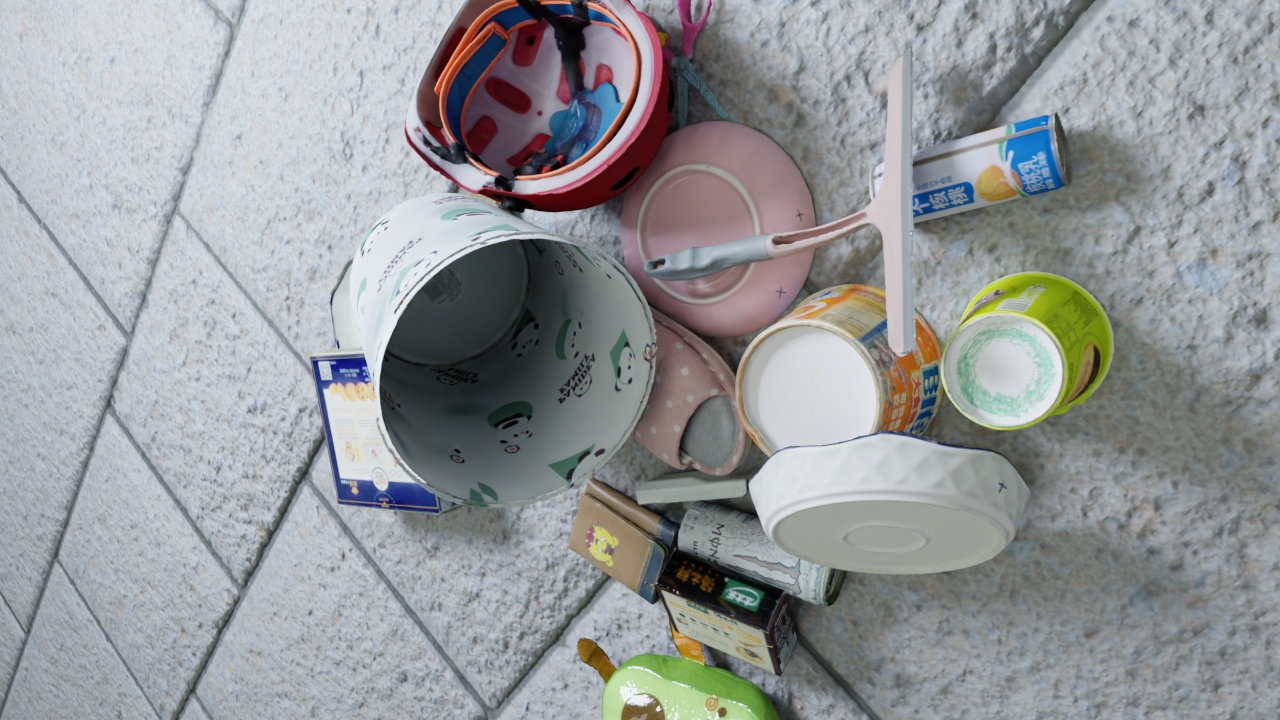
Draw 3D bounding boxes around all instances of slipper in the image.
[{"bbox_3d":[-0.005,0.005,0.840,0.274,0.054,0.114,44,128,32],"label":"slipper"}]

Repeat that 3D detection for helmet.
[{"bbox_3d":[-0.067,-0.219,0.804,0.240,0.144,0.207,27,91,25],"label":"helmet"}]

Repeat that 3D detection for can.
[{"bbox_3d":[0.109,0.172,0.828,0.147,0.058,0.058,13,107,30],"label":"can"},{"bbox_3d":[0.242,-0.138,0.680,0.135,0.053,0.053,-10,94,34],"label":"can"}]

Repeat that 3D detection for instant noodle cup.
[{"bbox_3d":[0.267,-0.002,0.650,0.112,0.123,0.112,7,104,31],"label":"instant noodle cup"},{"bbox_3d":[0.154,0.019,0.736,0.152,0.111,0.151,7,104,32],"label":"instant noodle cup"}]

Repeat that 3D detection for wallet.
[{"bbox_3d":[-0.017,0.181,0.930,0.115,0.033,0.090,28,115,29],"label":"wallet"}]

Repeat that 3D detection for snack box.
[{"bbox_3d":[-0.283,0.075,1.024,0.178,0.045,0.182,-2,101,36],"label":"snack box"},{"bbox_3d":[0.075,0.226,0.826,0.113,0.053,0.126,16,146,27],"label":"snack box"}]

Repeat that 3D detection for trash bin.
[{"bbox_3d":[-0.141,-0.032,0.807,0.252,0.229,0.230,42,125,56],"label":"trash bin"}]

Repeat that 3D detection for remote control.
[{"bbox_3d":[0.056,0.117,0.857,0.125,0.048,0.024,-10,91,34],"label":"remote control"}]

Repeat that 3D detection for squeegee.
[{"bbox_3d":[0.107,-0.095,0.726,0.250,0.040,0.247,-11,63,39],"label":"squeegee"}]

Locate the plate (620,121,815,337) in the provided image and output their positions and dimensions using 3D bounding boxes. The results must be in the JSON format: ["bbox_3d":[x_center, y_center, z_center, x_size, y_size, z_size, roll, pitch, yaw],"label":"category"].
[{"bbox_3d":[0.058,-0.112,0.811,0.193,0.038,0.192,8,106,31],"label":"plate"}]

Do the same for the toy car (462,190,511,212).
[{"bbox_3d":[-0.169,-0.106,0.962,0.070,0.042,0.158,10,103,31],"label":"toy car"}]

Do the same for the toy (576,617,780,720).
[{"bbox_3d":[0.033,0.354,0.894,0.247,0.089,0.227,-4,82,31],"label":"toy"}]

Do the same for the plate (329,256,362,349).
[{"bbox_3d":[-0.282,0.007,1.060,0.162,0.034,0.266,-3,99,34],"label":"plate"}]

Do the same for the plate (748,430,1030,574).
[{"bbox_3d":[0.184,0.116,0.693,0.205,0.205,0.045,-14,56,34],"label":"plate"}]

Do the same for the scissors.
[{"bbox_3d":[0.041,-0.269,0.806,0.133,0.017,0.119,51,122,8],"label":"scissors"}]
